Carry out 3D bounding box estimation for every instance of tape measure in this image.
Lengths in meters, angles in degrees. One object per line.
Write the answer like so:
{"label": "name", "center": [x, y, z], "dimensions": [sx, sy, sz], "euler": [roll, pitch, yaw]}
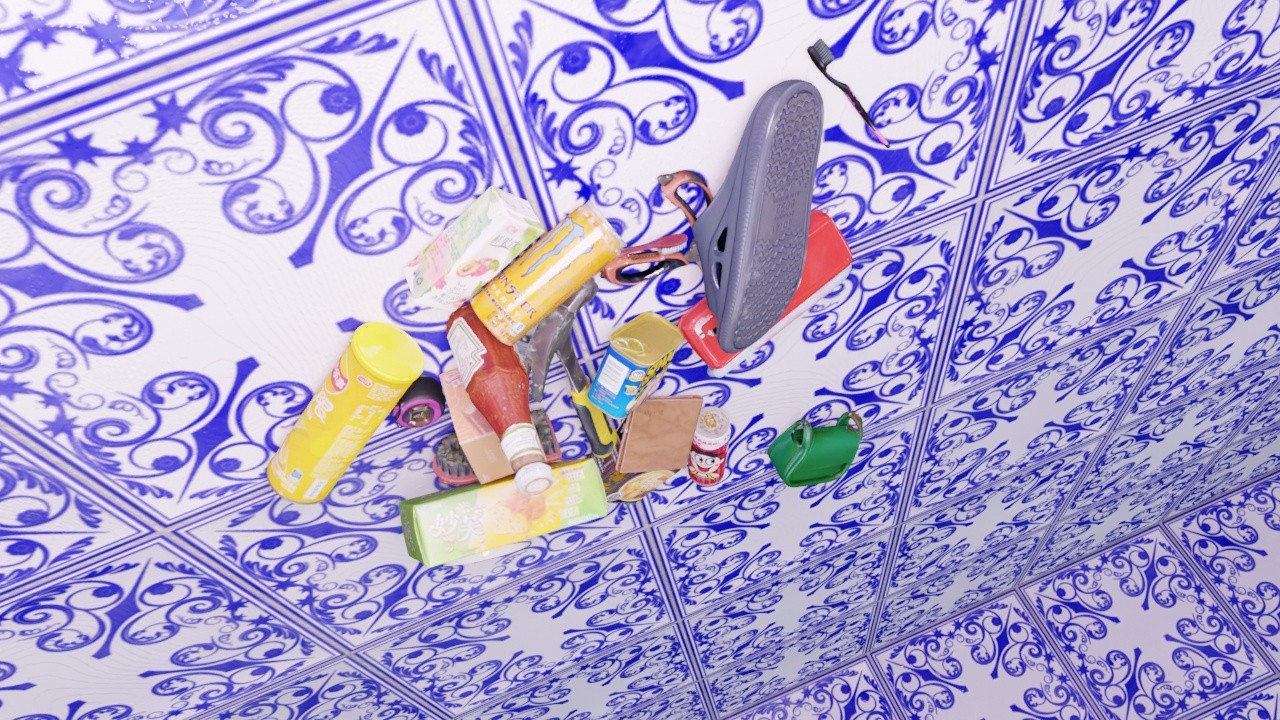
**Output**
{"label": "tape measure", "center": [-0.233, 0.045, 0.957], "dimensions": [0.057, 0.039, 0.058], "euler": [-13, 145, -17]}

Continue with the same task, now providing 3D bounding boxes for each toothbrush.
{"label": "toothbrush", "center": [0.202, -0.246, 0.862], "dimensions": [0.018, 0.014, 0.189], "euler": [-49, 143, 12]}
{"label": "toothbrush", "center": [-0.045, -0.095, 0.888], "dimensions": [0.187, 0.016, 0.017], "euler": [-14, 148, -4]}

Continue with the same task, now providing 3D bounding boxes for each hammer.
{"label": "hammer", "center": [-0.067, 0.037, 1.025], "dimensions": [0.126, 0.032, 0.324], "euler": [-57, 160, -20]}

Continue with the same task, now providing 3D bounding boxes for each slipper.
{"label": "slipper", "center": [0.107, -0.138, 0.882], "dimensions": [0.110, 0.083, 0.269], "euler": [-21, 129, -41]}

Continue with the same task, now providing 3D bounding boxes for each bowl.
{"label": "bowl", "center": [-0.203, 0.218, 1.180], "dimensions": [0.116, 0.066, 0.116], "euler": [-14, 164, -4]}

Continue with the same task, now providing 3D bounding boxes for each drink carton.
{"label": "drink carton", "center": [-0.148, -0.098, 0.807], "dimensions": [0.123, 0.045, 0.053], "euler": [-39, 154, 23]}

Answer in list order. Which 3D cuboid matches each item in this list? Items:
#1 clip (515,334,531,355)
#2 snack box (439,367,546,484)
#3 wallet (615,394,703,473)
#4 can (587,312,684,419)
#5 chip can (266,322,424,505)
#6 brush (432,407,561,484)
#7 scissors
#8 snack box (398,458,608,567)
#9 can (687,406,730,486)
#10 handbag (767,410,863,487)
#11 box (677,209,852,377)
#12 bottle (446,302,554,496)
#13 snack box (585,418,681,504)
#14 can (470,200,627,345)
{"label": "clip", "center": [-0.123, -0.016, 0.963], "dimensions": [0.058, 0.043, 0.027], "euler": [17, 132, -36]}
{"label": "snack box", "center": [-0.157, 0.062, 0.979], "dimensions": [0.077, 0.094, 0.093], "euler": [-20, 147, -7]}
{"label": "wallet", "center": [0.025, 0.093, 1.167], "dimensions": [0.115, 0.020, 0.101], "euler": [-1, 111, -39]}
{"label": "can", "center": [-0.006, 0.006, 0.996], "dimensions": [0.101, 0.057, 0.083], "euler": [-37, 157, -53]}
{"label": "chip can", "center": [-0.293, 0.057, 0.904], "dimensions": [0.072, 0.072, 0.214], "euler": [11, 133, -42]}
{"label": "brush", "center": [-0.169, 0.109, 1.068], "dimensions": [0.145, 0.063, 0.069], "euler": [-15, 147, -14]}
{"label": "scissors", "center": [0.054, -0.120, 0.940], "dimensions": [0.225, 0.015, 0.189], "euler": [-10, 144, -24]}
{"label": "snack box", "center": [-0.162, 0.170, 1.052], "dimensions": [0.209, 0.070, 0.158], "euler": [-12, 178, -22]}
{"label": "can", "center": [0.094, 0.119, 1.262], "dimensions": [0.053, 0.053, 0.133], "euler": [-18, 146, -12]}
{"label": "handbag", "center": [0.266, 0.129, 1.386], "dimensions": [0.131, 0.068, 0.120], "euler": [-2, 133, -30]}
{"label": "box", "center": [0.144, -0.061, 1.009], "dimensions": [0.201, 0.074, 0.154], "euler": [-39, 148, 0]}
{"label": "bottle", "center": [-0.128, 0.033, 0.857], "dimensions": [0.059, 0.206, 0.060], "euler": [-18, 146, -13]}
{"label": "snack box", "center": [-0.016, 0.139, 1.228], "dimensions": [0.113, 0.053, 0.126], "euler": [14, 136, -44]}
{"label": "can", "center": [-0.085, -0.079, 0.844], "dimensions": [0.146, 0.058, 0.058], "euler": [-40, 146, 3]}
